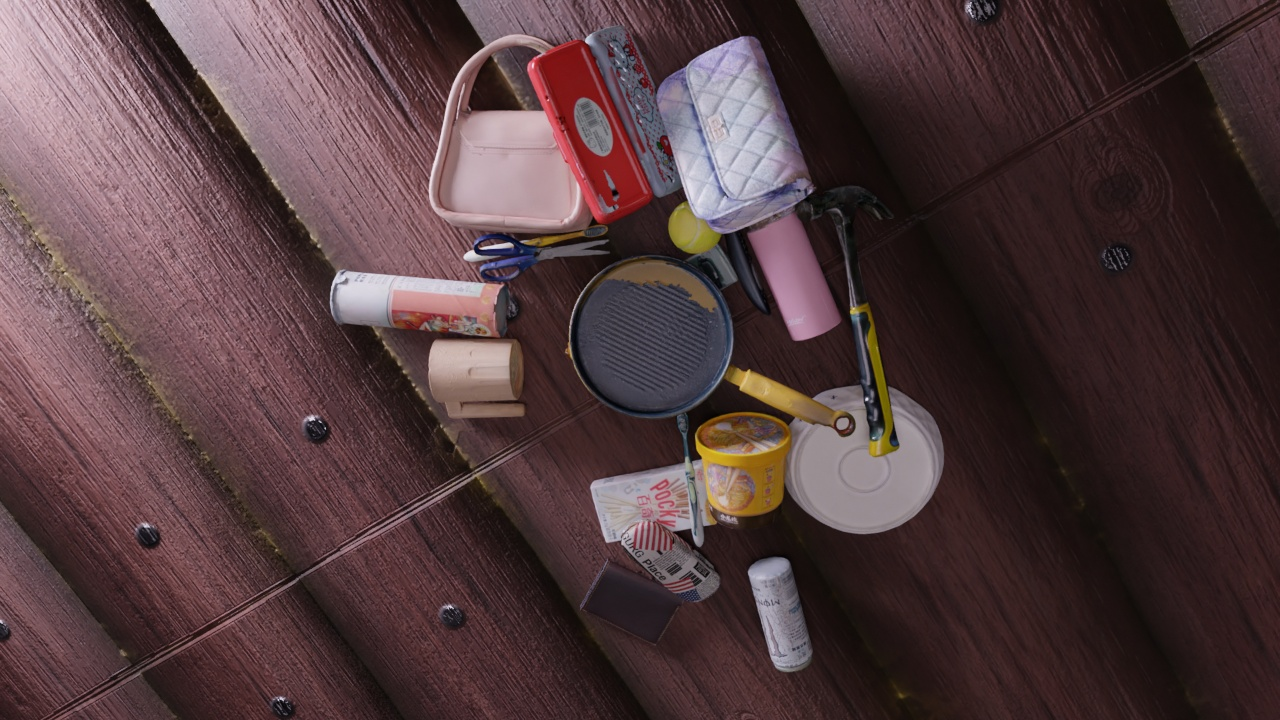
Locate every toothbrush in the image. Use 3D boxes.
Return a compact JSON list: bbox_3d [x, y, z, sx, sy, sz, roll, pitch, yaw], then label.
[{"bbox_3d":[-0.134,-0.147,1.156,0.191,0.018,0.016,-10,102,10],"label":"toothbrush"},{"bbox_3d":[0.065,0.155,1.188,0.016,0.018,0.192,-6,104,8],"label":"toothbrush"}]

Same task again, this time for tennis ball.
[{"bbox_3d":[0.066,-0.161,1.101,0.065,0.065,0.065,2,106,7],"label":"tennis ball"}]

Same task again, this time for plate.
[{"bbox_3d":[0.282,0.131,1.167,0.205,0.045,0.205,2,106,8],"label":"plate"}]

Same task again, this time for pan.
[{"bbox_3d":[0.086,0.005,1.093,0.357,0.078,0.197,25,91,0],"label":"pan"}]

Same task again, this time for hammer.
[{"bbox_3d":[0.265,-0.045,1.081,0.126,0.032,0.323,-19,102,-29],"label":"hammer"}]

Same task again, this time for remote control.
[{"bbox_3d":[0.125,-0.115,1.113,0.024,0.053,0.136,-20,101,13],"label":"remote control"},{"bbox_3d":[0.053,-0.092,1.147,0.135,0.019,0.056,-29,100,14],"label":"remote control"}]

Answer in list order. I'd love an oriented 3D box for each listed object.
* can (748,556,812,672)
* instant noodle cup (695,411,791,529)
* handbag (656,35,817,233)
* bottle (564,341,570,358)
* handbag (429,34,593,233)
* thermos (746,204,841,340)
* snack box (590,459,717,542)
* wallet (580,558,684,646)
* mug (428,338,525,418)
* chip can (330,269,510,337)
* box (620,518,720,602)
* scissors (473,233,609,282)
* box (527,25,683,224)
[{"bbox_3d":[0.189,0.340,1.231,0.058,0.058,0.147,-13,104,11],"label":"can"},{"bbox_3d":[0.132,0.140,1.157,0.118,0.118,0.114,-2,114,8],"label":"instant noodle cup"},{"bbox_3d":[0.102,-0.249,1.028,0.134,0.075,0.193,-22,75,18],"label":"handbag"},{"bbox_3d":[-0.007,0.007,1.162,0.175,0.057,0.057,27,107,0],"label":"bottle"},{"bbox_3d":[-0.147,-0.271,1.099,0.193,0.093,0.234,3,98,7],"label":"handbag"},{"bbox_3d":[0.181,-0.126,1.090,0.087,0.067,0.198,-9,109,50],"label":"thermos"},{"bbox_3d":[0.019,0.189,1.228,0.157,0.026,0.085,-12,104,11],"label":"snack box"},{"bbox_3d":[-0.012,0.339,1.279,0.122,0.020,0.096,27,112,-2],"label":"wallet"},{"bbox_3d":[-0.208,0.028,1.191,0.103,0.084,0.125,-1,130,6],"label":"mug"},{"bbox_3d":[-0.278,-0.072,1.169,0.215,0.071,0.071,5,106,6],"label":"chip can"},{"bbox_3d":[0.041,0.266,1.229,0.069,0.052,0.164,-29,117,32],"label":"box"},{"bbox_3d":[-0.125,-0.127,1.156,0.172,0.012,0.133,14,136,-20],"label":"scissors"},{"bbox_3d":[-0.027,-0.273,1.051,0.160,0.058,0.201,-32,104,-27],"label":"box"}]
